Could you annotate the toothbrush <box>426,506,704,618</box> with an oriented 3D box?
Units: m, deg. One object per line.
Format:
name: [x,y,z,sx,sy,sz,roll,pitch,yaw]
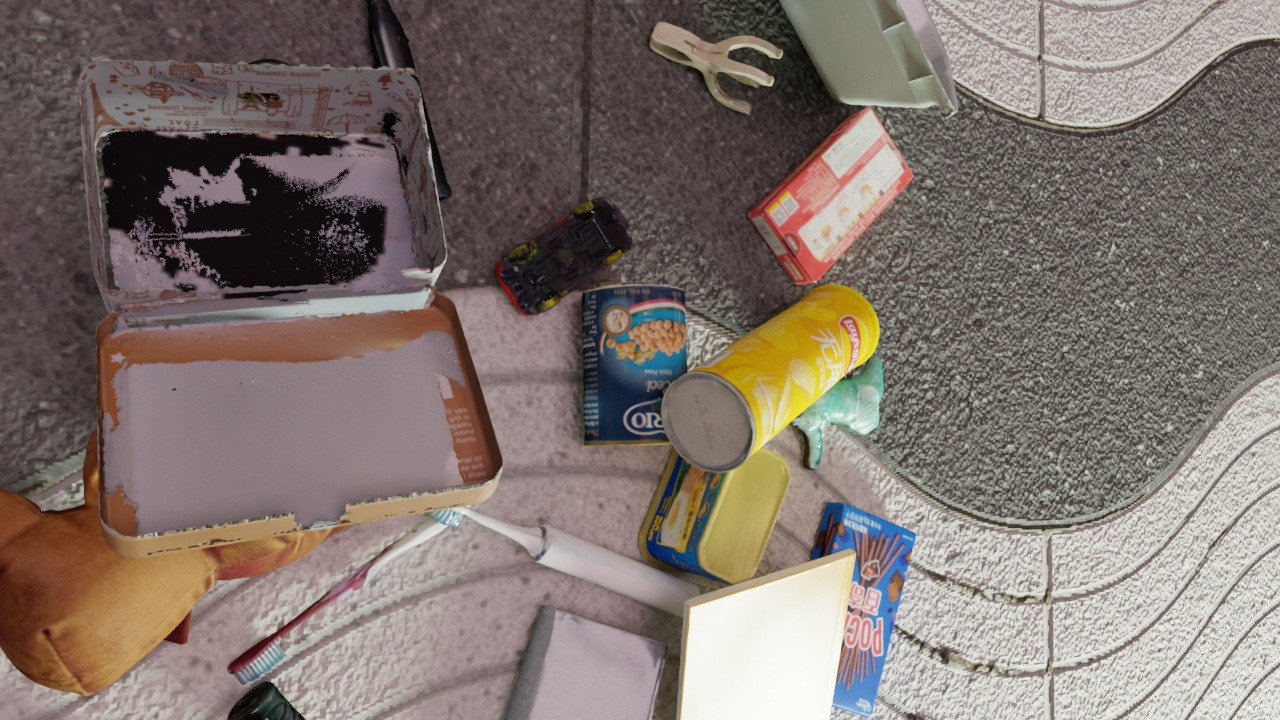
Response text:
toothbrush: [-0.046,0.136,0.635,0.221,0.027,0.026,28,88,-27]

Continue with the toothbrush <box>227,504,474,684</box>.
toothbrush: [-0.173,0.139,0.583,0.187,0.016,0.017,-36,111,-25]

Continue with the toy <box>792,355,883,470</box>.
toy: [0.159,0.042,0.756,0.091,0.030,0.096,2,93,-23]

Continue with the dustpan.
dustpan: [0.190,-0.310,0.706,0.142,0.257,0.223,-33,103,-2]

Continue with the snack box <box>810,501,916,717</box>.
snack box: [0.170,0.202,0.751,0.084,0.026,0.157,24,76,-25]

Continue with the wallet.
wallet: [-0.041,0.246,0.633,0.106,0.037,0.129,22,75,-14]

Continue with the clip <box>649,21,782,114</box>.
clip: [0.065,-0.234,0.706,0.101,0.096,0.035,30,73,-34]

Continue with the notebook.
notebook: [0.087,0.242,0.666,0.145,0.010,0.206,-10,116,-28]

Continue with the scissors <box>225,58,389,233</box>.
scissors: [-0.237,-0.107,0.564,0.129,0.019,0.185,33,71,-21]

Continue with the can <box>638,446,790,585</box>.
can: [0.054,0.107,0.664,0.057,0.083,0.102,30,74,-23]

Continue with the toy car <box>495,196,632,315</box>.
toy car: [-0.052,-0.075,0.650,0.106,0.031,0.049,-39,105,-23]

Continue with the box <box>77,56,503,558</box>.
box: [-0.188,-0.031,0.483,0.178,0.103,0.260,-7,74,-25]

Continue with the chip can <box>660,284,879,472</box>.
chip can: [0.100,0.006,0.659,0.212,0.072,0.072,-29,101,-50]

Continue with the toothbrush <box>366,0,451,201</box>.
toothbrush: [-0.164,-0.209,0.604,0.026,0.027,0.212,-22,98,-65]

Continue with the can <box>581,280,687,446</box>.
can: [-0.004,0.004,0.646,0.075,0.075,0.111,1,86,-28]

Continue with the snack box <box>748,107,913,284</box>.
snack box: [0.162,-0.139,0.770,0.152,0.025,0.075,-45,108,-22]

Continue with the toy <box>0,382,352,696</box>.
toy: [-0.247,0.085,0.501,0.199,0.140,0.130,-27,57,-28]

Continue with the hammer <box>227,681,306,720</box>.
hammer: [-0.145,0.317,0.575,0.128,0.033,0.301,-43,106,-25]
